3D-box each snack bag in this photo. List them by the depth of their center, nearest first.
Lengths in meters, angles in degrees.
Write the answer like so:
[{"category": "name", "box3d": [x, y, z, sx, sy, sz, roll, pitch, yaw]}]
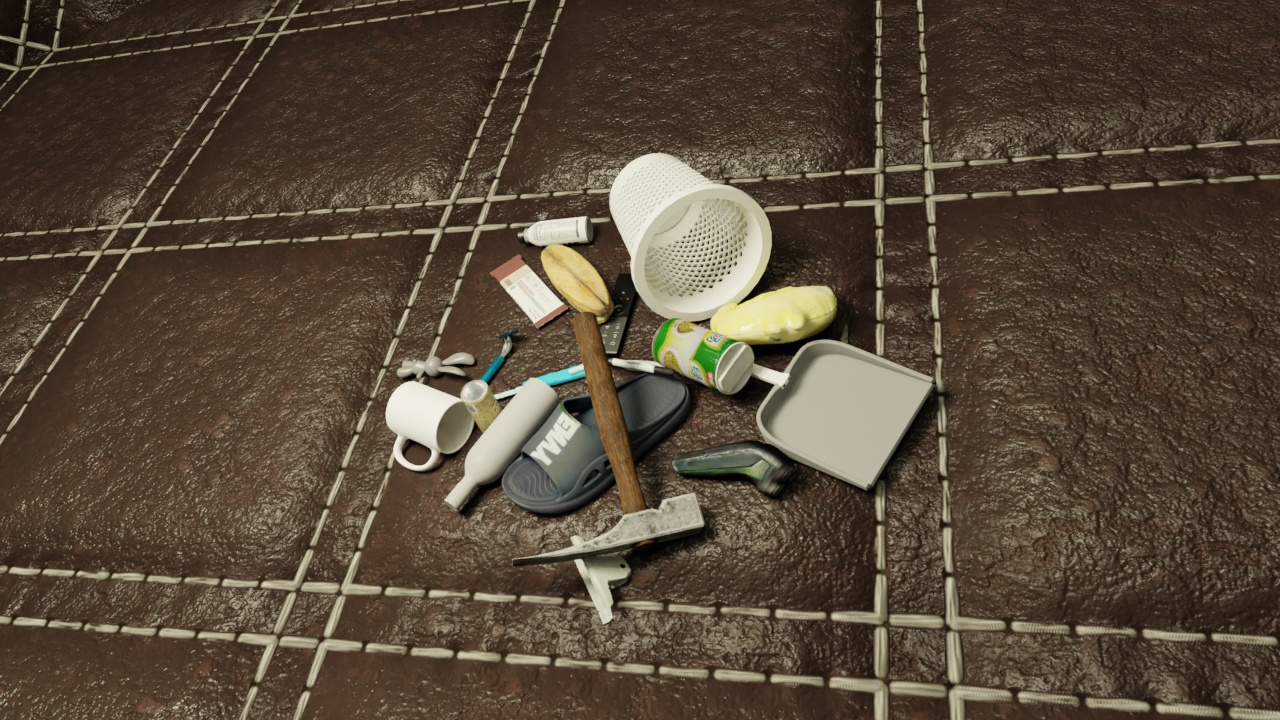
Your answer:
[{"category": "snack bag", "box3d": [-0.169, -0.105, 1.377, 0.057, 0.013, 0.158, -36, 50, -11]}]

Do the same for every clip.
[{"category": "clip", "box3d": [-0.044, 0.243, 1.042, 0.052, 0.058, 0.102, -43, 49, 12]}]

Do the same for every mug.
[{"category": "mug", "box3d": [-0.286, 0.093, 1.220, 0.090, 0.073, 0.110, 18, 84, 28]}]

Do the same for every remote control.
[{"category": "remote control", "box3d": [-0.031, -0.066, 1.302, 0.034, 0.013, 0.149, 2, 52, 18]}]

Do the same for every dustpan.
[{"category": "dustpan", "box3d": [0.201, 0.041, 1.118, 0.258, 0.033, 0.162, 21, 64, 38]}]

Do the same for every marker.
[{"category": "marker", "box3d": [-0.007, 0.007, 1.204, 0.152, 0.011, 0.011, 10, 52, 49]}]

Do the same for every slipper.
[{"category": "slipper", "box3d": [-0.054, 0.089, 1.139, 0.267, 0.083, 0.110, -34, 52, -13]}]

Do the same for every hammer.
[{"category": "hammer", "box3d": [-0.070, 0.084, 1.079, 0.217, 0.037, 0.300, -11, 67, -13]}]

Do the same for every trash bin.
[{"category": "trash bin", "box3d": [0.050, -0.189, 1.279, 0.195, 0.196, 0.199, -25, 39, -5]}]

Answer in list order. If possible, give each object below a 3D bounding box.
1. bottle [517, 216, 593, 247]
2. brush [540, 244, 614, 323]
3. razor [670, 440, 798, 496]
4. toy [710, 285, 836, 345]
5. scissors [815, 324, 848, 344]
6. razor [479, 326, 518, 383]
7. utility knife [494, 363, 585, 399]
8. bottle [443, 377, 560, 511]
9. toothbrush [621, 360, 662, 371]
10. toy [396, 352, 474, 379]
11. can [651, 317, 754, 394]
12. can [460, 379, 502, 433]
[{"category": "bottle", "box3d": [-0.134, -0.198, 1.424, 0.116, 0.041, 0.041, -4, 51, 14]}, {"category": "brush", "box3d": [-0.093, -0.115, 1.335, 0.059, 0.043, 0.195, -35, 44, -8]}, {"category": "razor", "box3d": [0.109, 0.128, 1.083, 0.152, 0.054, 0.067, -5, 76, 21]}, {"category": "toy", "box3d": [0.173, -0.058, 1.189, 0.170, 0.065, 0.154, -14, 20, 0]}, {"category": "scissors", "box3d": [0.254, 0.025, 1.141, 0.166, 0.012, 0.157, 25, 63, 36]}, {"category": "razor", "box3d": [-0.212, 0.015, 1.288, 0.042, 0.022, 0.143, -17, 40, 56]}, {"category": "utility knife", "box3d": [-0.145, 0.031, 1.256, 0.179, 0.015, 0.022, -15, 49, 3]}, {"category": "bottle", "box3d": [-0.181, 0.110, 1.177, 0.052, 0.052, 0.194, 22, 61, 30]}, {"category": "toothbrush", "box3d": [0.061, 0.008, 1.214, 0.189, 0.016, 0.017, 3, 43, 19]}, {"category": "toy", "box3d": [-0.295, 0.009, 1.311, 0.112, 0.030, 0.049, -5, 36, 20]}, {"category": "can", "box3d": [0.078, -0.007, 1.151, 0.067, 0.067, 0.121, -45, 43, -20]}, {"category": "can", "box3d": [-0.204, 0.064, 1.204, 0.038, 0.079, 0.038, -8, 50, 10]}]
